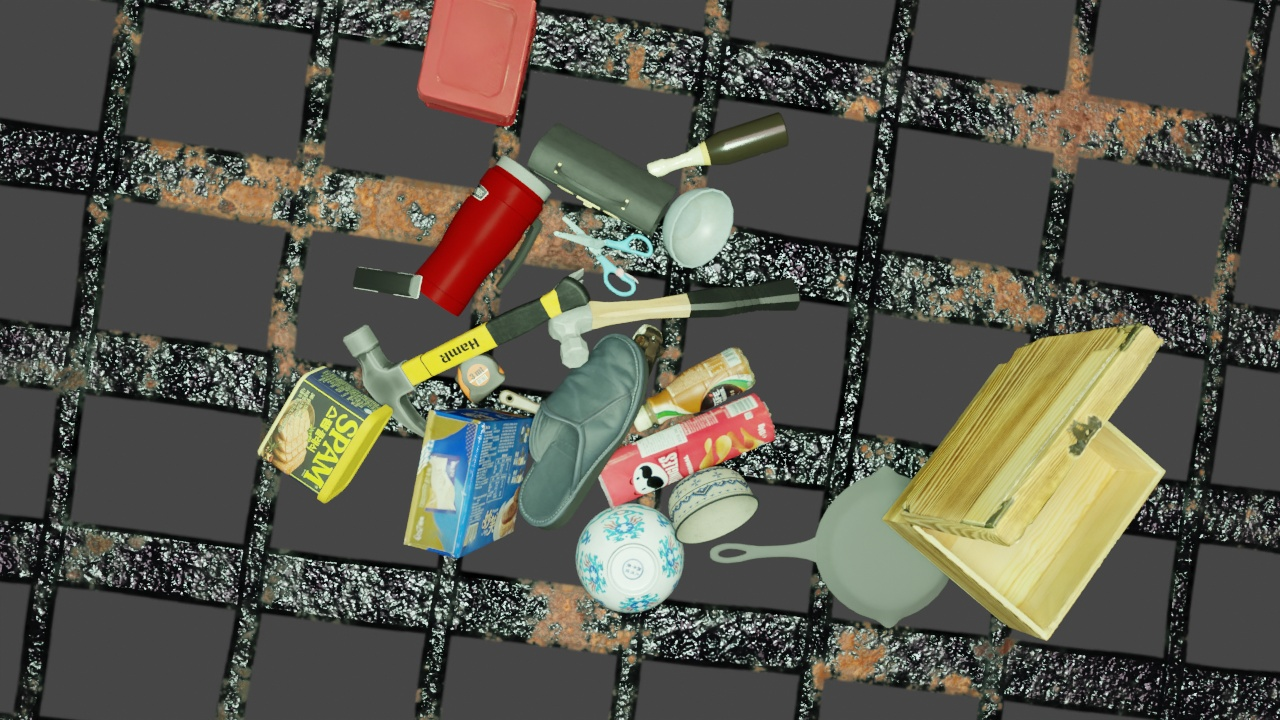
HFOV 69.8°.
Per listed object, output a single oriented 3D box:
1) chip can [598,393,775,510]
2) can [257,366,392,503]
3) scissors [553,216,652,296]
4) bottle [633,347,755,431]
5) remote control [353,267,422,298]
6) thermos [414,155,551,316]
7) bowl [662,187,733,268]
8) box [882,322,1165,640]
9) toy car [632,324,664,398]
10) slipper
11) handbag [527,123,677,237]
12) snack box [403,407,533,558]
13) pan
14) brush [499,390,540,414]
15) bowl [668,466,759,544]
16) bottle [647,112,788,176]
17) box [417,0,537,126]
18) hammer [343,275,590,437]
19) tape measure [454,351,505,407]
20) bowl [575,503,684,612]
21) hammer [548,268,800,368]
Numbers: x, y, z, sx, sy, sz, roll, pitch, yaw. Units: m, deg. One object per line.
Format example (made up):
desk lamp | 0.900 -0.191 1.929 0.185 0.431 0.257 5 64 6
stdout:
chip can | 0.056 0.115 1.185 0.233 0.073 0.073 -22 92 -4
can | -0.393 0.090 1.144 0.104 0.075 0.135 35 103 -1
scissors | -0.043 -0.156 1.205 0.142 0.015 0.095 44 89 -9
bottle | 0.065 0.042 1.190 0.167 0.059 0.059 -26 92 -3
remote control | -0.321 -0.099 1.152 0.124 0.011 0.028 11 89 36
thermos | -0.194 -0.151 1.167 0.108 0.084 0.198 37 90 -32
bowl | 0.067 -0.176 1.181 0.106 0.106 0.039 -51 49 -2
box | 0.484 0.144 1.072 0.286 0.336 0.279 40 83 -1
toy car | -0.007 0.007 1.195 0.040 0.048 0.112 21 86 40
slipper | -0.084 0.080 1.136 0.109 0.083 0.265 25 84 37
handbag | -0.052 -0.212 1.107 0.176 0.195 0.072 28 105 -3
snack box | -0.198 0.139 1.099 0.069 0.202 0.155 10 90 10
pan | 0.270 0.252 1.223 0.354 0.024 0.216 -1 90 -3
brush | -0.114 0.072 1.203 0.151 0.012 0.039 22 89 -4
bowl | 0.087 0.179 1.173 0.115 0.116 0.059 -22 57 -3
bottle | 0.099 -0.274 1.199 0.184 0.045 0.045 -17 91 4
box | -0.205 -0.388 1.155 0.129 0.098 0.157 11 90 -8
hammer | -0.202 -0.018 1.124 0.325 0.034 0.170 -24 105 21
tape measure | -0.210 0.017 1.186 0.058 0.038 0.059 -39 106 -2
bowl | -0.011 0.261 1.180 0.144 0.074 0.144 0 90 -4
hammer | 0.044 -0.069 1.171 0.328 0.039 0.131 -7 53 -13
